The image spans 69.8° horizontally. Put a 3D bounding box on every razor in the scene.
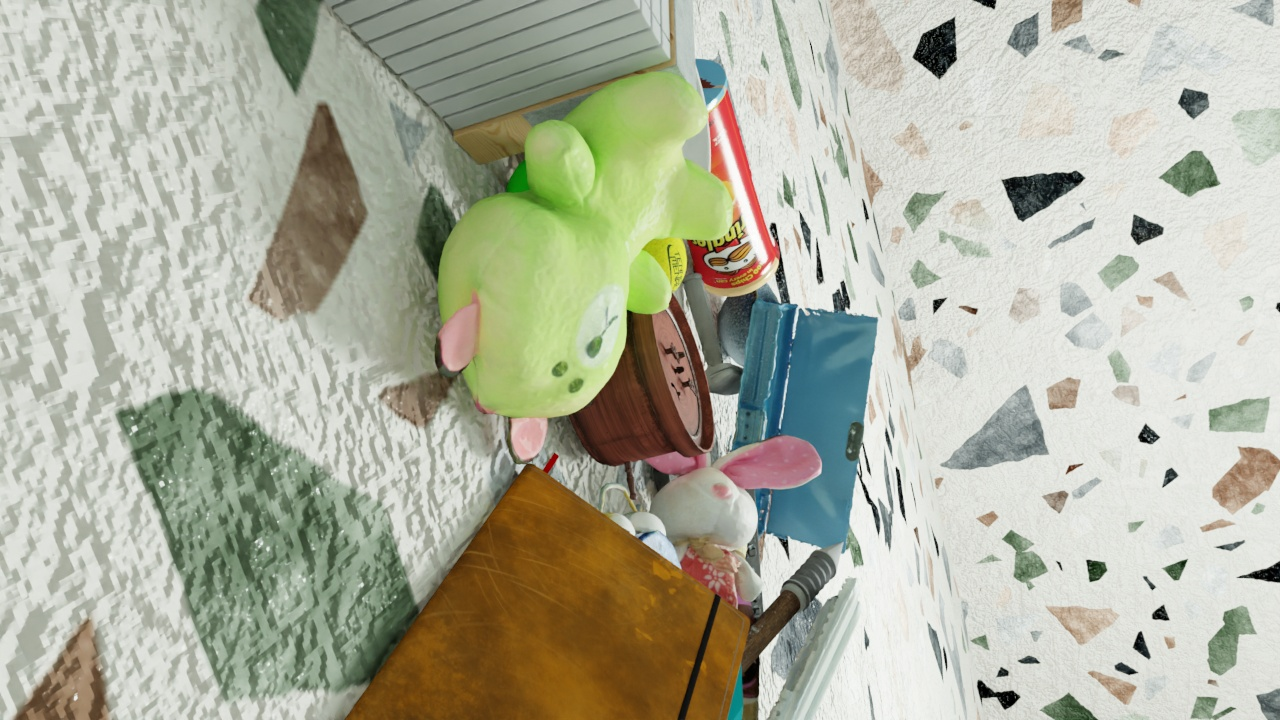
[{"bbox_3d":[0.062,-0.027,0.865,0.088,0.047,0.116,15,59,-66],"label":"razor"}]

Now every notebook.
[{"bbox_3d":[-0.025,0.161,0.450,0.178,0.014,0.248,36,30,-2],"label":"notebook"}]

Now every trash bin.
[{"bbox_3d":[-0.085,-0.242,0.461,0.247,0.143,0.142,42,43,-57],"label":"trash bin"}]

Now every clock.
[{"bbox_3d":[-0.008,0.141,0.592,0.088,0.052,0.125,19,62,-64],"label":"clock"},{"bbox_3d":[-0.003,0.004,0.623,0.157,0.072,0.120,-89,157,-49],"label":"clock"}]

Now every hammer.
[{"bbox_3d":[0.054,0.196,0.575,0.321,0.043,0.156,-31,114,-45],"label":"hammer"}]

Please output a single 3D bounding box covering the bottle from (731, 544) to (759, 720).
[{"bbox_3d":[0.065,0.212,0.725,0.060,0.060,0.165,56,32,-44],"label":"bottle"}]

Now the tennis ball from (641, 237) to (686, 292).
[{"bbox_3d":[0.002,-0.075,0.700,0.065,0.065,0.065,-11,90,-68],"label":"tennis ball"}]

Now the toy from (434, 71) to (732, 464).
[{"bbox_3d":[-0.040,-0.057,0.500,0.107,0.196,0.150,40,-10,32],"label":"toy"}]

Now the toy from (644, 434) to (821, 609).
[{"bbox_3d":[0.046,0.129,0.676,0.084,0.159,0.193,125,-20,-63],"label":"toy"}]

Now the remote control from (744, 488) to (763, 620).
[{"bbox_3d":[0.083,0.182,0.806,0.047,0.022,0.150,-3,88,-31],"label":"remote control"}]

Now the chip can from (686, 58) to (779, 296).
[{"bbox_3d":[0.064,-0.159,0.835,0.213,0.087,0.086,63,26,-47],"label":"chip can"}]

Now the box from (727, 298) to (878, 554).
[{"bbox_3d":[0.148,0.065,0.844,0.094,0.112,0.231,-4,102,-67],"label":"box"}]

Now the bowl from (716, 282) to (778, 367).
[{"bbox_3d":[0.114,-0.033,0.968,0.110,0.055,0.110,-10,90,-68],"label":"bowl"}]

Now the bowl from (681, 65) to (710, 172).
[{"bbox_3d":[-0.013,-0.176,0.655,0.176,0.066,0.176,24,63,-60],"label":"bowl"}]

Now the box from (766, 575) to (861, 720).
[{"bbox_3d":[0.110,0.261,0.670,0.209,0.045,0.191,-60,163,-16],"label":"box"}]

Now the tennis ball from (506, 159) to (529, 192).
[{"bbox_3d":[-0.052,-0.101,0.578,0.065,0.065,0.065,-11,90,-68],"label":"tennis ball"}]

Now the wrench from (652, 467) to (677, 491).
[{"bbox_3d":[0.018,-0.003,0.773,0.073,0.018,0.273,22,58,-64],"label":"wrench"}]
